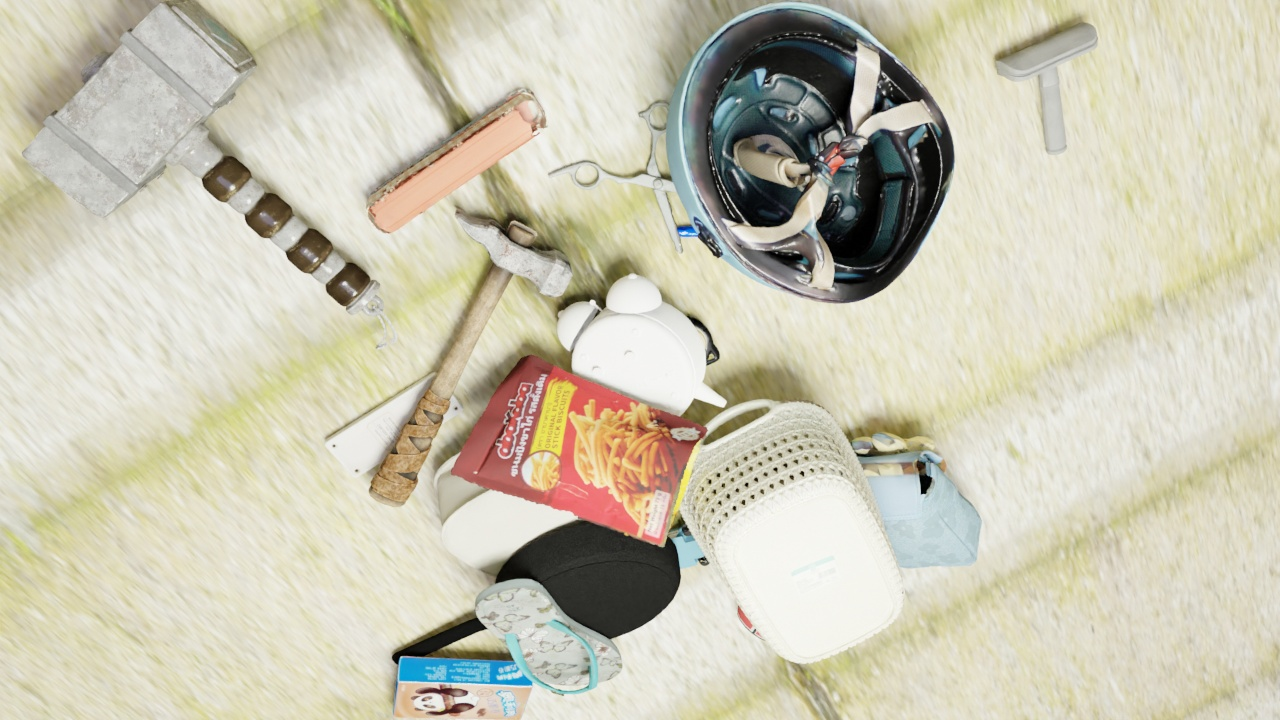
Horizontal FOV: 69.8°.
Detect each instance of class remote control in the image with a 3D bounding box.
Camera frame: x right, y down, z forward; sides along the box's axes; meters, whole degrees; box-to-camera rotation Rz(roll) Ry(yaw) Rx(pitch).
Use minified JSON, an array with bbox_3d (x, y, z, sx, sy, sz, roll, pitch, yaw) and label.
[{"bbox_3d":[-0.250,0.066,0.934,0.136,0.011,0.050,-32,115,3],"label":"remote control"}]

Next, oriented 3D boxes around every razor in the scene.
[{"bbox_3d":[0.399,-0.254,0.892,0.088,0.047,0.116,-24,124,1],"label":"razor"}]

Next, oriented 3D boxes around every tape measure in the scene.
[{"bbox_3d":[0.044,-0.014,0.935,0.062,0.034,0.061,-29,108,1],"label":"tape measure"}]

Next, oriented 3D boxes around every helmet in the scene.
[{"bbox_3d":[0.126,-0.175,0.801,0.265,0.167,0.225,40,83,-25],"label":"helmet"}]

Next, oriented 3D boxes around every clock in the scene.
[{"bbox_3d":[-0.005,0.005,0.892,0.126,0.072,0.161,-25,104,29],"label":"clock"}]

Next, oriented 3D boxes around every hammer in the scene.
[{"bbox_3d":[-0.328,-0.132,0.794,0.177,0.079,0.326,-41,114,9],"label":"hammer"},{"bbox_3d":[-0.185,0.008,0.895,0.121,0.049,0.319,25,105,-17],"label":"hammer"}]

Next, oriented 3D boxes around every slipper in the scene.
[{"bbox_3d":[-0.098,0.314,0.982,0.098,0.054,0.269,-22,137,10],"label":"slipper"}]

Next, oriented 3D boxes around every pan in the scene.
[{"bbox_3d":[-0.121,0.280,1.011,0.356,0.044,0.204,-26,138,11],"label":"pan"}]

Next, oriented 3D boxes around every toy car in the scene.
[{"bbox_3d":[0.034,0.212,1.043,0.108,0.027,0.060,-17,123,15],"label":"toy car"}]

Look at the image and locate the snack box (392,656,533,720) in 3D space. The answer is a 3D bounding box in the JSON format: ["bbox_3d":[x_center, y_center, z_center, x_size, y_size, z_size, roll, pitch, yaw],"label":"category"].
[{"bbox_3d":[-0.205,0.379,1.058,0.151,0.034,0.087,7,134,-13],"label":"snack box"}]

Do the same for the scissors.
[{"bbox_3d":[0.000,-0.171,0.867,0.175,0.014,0.142,0,107,-5],"label":"scissors"}]

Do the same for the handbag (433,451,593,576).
[{"bbox_3d":[-0.104,0.147,0.967,0.201,0.093,0.200,-27,136,2],"label":"handbag"}]

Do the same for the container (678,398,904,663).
[{"bbox_3d":[0.151,0.172,0.898,0.185,0.142,0.246,-29,117,5],"label":"container"}]

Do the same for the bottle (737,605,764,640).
[{"bbox_3d":[0.183,0.242,1.063,0.062,0.062,0.177,26,107,-20],"label":"bottle"}]

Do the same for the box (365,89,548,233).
[{"bbox_3d":[-0.165,-0.176,0.822,0.187,0.056,0.059,-34,83,5],"label":"box"}]

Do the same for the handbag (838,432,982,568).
[{"bbox_3d":[0.301,0.149,1.020,0.122,0.118,0.192,-13,136,41],"label":"handbag"}]

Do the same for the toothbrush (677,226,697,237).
[{"bbox_3d":[0.120,-0.126,0.911,0.182,0.016,0.018,-2,119,-9],"label":"toothbrush"}]

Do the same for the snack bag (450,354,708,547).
[{"bbox_3d":[-0.053,0.083,0.855,0.208,0.067,0.138,19,70,14],"label":"snack bag"}]

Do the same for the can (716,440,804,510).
[{"bbox_3d":[0.135,0.134,0.999,0.090,0.074,0.090,-4,115,-9],"label":"can"}]
